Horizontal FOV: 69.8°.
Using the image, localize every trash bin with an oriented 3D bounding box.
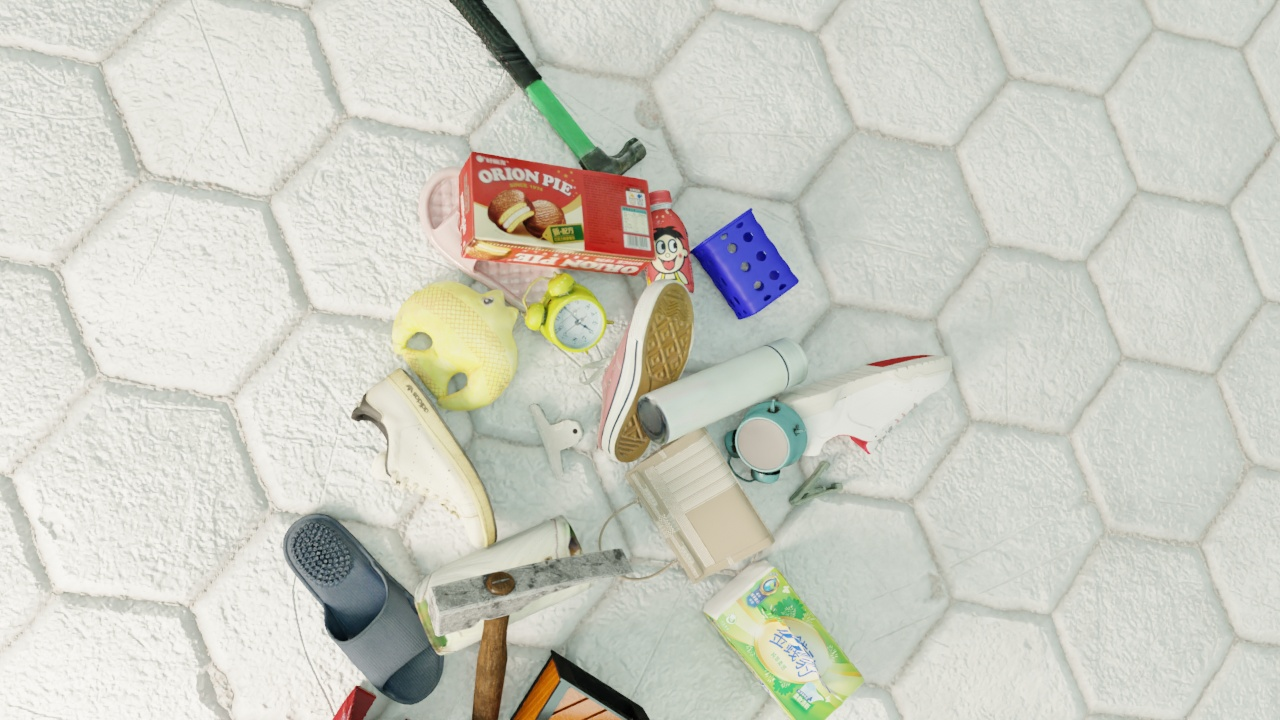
[{"bbox_3d":[-0.089,0.467,1.078,0.139,0.140,0.171,34,81,-6],"label":"trash bin"}]

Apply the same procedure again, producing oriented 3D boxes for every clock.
[{"bbox_3d":[0.155,0.109,1.172,0.090,0.053,0.124,44,121,12],"label":"clock"},{"bbox_3d":[-0.095,-0.059,1.137,0.119,0.057,0.083,36,94,-28],"label":"clock"}]

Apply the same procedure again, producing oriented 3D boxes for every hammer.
[{"bbox_3d":[-0.134,0.339,1.049,0.217,0.037,0.301,-8,131,-24],"label":"hammer"},{"bbox_3d":[-0.139,-0.355,1.190,0.130,0.032,0.319,-38,92,-10],"label":"hammer"}]

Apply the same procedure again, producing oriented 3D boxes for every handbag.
[{"bbox_3d":[0.039,0.206,1.167,0.198,0.062,0.175,-32,92,-5],"label":"handbag"},{"bbox_3d":[-0.157,0.266,1.083,0.198,0.142,0.096,-23,91,-10],"label":"handbag"}]

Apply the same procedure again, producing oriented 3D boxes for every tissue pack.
[{"bbox_3d":[0.185,0.356,1.132,0.197,0.141,0.120,45,80,-4],"label":"tissue pack"}]

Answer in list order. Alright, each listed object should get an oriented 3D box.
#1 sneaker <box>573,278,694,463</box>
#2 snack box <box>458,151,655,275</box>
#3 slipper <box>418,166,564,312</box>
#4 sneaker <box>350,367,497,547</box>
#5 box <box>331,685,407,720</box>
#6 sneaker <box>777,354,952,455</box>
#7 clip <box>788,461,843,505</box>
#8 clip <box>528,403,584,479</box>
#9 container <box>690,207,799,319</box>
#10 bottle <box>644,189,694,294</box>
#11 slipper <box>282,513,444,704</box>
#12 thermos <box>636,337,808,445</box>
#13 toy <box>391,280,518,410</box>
[{"bbox_3d":[-0.007,0.007,1.155,0.118,0.088,0.241,9,105,-40],"label":"sneaker"},{"bbox_3d":[-0.102,-0.176,1.123,0.236,0.060,0.113,3,71,-27],"label":"snack box"},{"bbox_3d":[-0.187,-0.147,1.153,0.221,0.056,0.106,44,81,-7],"label":"slipper"},{"bbox_3d":[-0.262,0.131,1.099,0.102,0.089,0.241,-31,87,-19],"label":"sneaker"},{"bbox_3d":[-0.314,0.474,1.034,0.127,0.157,0.137,39,82,-9],"label":"box"},{"bbox_3d":[0.305,0.066,1.208,0.236,0.090,0.104,-18,97,-12],"label":"sneaker"},{"bbox_3d":[0.228,0.170,1.216,0.075,0.023,0.061,-31,90,-13],"label":"clip"},{"bbox_3d":[-0.100,0.095,1.160,0.054,0.043,0.101,-21,90,2],"label":"clip"},{"bbox_3d":[0.135,-0.122,1.191,0.084,0.085,0.113,-36,93,-10],"label":"container"},{"bbox_3d":[0.032,-0.150,1.187,0.062,0.062,0.137,-7,87,-10],"label":"bottle"},{"bbox_3d":[-0.326,0.293,1.083,0.101,0.083,0.263,-37,92,-13],"label":"slipper"},{"bbox_3d":[0.106,0.036,1.151,0.229,0.068,0.068,-22,89,-29],"label":"thermos"},{"bbox_3d":[-0.222,-0.026,1.136,0.155,0.064,0.170,-40,87,3],"label":"toy"}]
